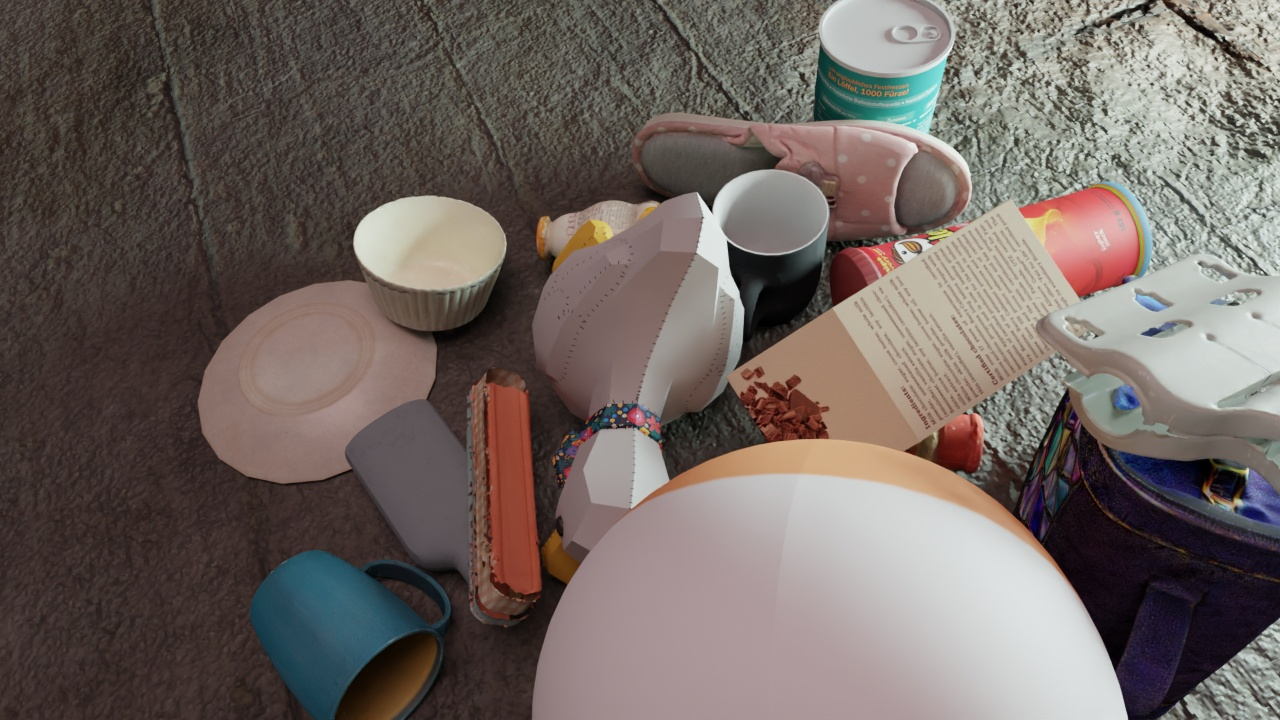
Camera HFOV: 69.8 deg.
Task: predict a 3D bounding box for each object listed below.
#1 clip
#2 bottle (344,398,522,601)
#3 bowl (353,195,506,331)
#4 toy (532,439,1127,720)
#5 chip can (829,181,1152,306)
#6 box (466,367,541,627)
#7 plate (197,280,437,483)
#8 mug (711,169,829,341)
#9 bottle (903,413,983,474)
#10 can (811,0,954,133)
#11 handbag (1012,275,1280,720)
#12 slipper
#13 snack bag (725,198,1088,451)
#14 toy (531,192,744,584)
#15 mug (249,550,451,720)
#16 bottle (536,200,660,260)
[{"bbox_3d":[0.271,0.014,0.415,0.124,0.082,0.147,-22,51,-19],"label":"clip"},{"bbox_3d":[-0.134,0.102,0.629,0.072,0.046,0.161,-34,60,-17],"label":"bottle"},{"bbox_3d":[-0.165,-0.072,0.726,0.115,0.063,0.115,6,45,-6],"label":"bowl"},{"bbox_3d":[0.088,0.166,0.451,0.263,0.266,0.279,-1,25,19],"label":"toy"},{"bbox_3d":[0.256,-0.067,0.682,0.213,0.087,0.087,-16,57,-6],"label":"chip can"},{"bbox_3d":[-0.088,0.079,0.599,0.058,0.053,0.186,-10,50,-2],"label":"box"},{"bbox_3d":[-0.256,0.005,0.716,0.189,0.027,0.188,-3,56,4],"label":"plate"},{"bbox_3d":[0.091,-0.067,0.691,0.085,0.095,0.121,13,59,14],"label":"mug"},{"bbox_3d":[0.178,0.052,0.636,0.109,0.044,0.044,5,57,11],"label":"bottle"},{"bbox_3d":[0.189,-0.208,0.745,0.099,0.144,0.099,-2,56,3],"label":"can"},{"bbox_3d":[0.286,0.091,0.511,0.125,0.205,0.221,20,53,17],"label":"handbag"},{"bbox_3d":[0.119,-0.142,0.733,0.275,0.114,0.054,10,54,19],"label":"slipper"},{"bbox_3d":[0.165,-0.003,0.584,0.206,0.070,0.094,-31,85,-9],"label":"snack bag"},{"bbox_3d":[-0.004,0.003,0.607,0.141,0.247,0.267,15,38,-11],"label":"toy"},{"bbox_3d":[-0.177,0.167,0.579,0.104,0.085,0.111,31,36,29],"label":"mug"},{"bbox_3d":[-0.028,-0.098,0.744,0.108,0.063,0.063,3,57,9],"label":"bottle"}]
